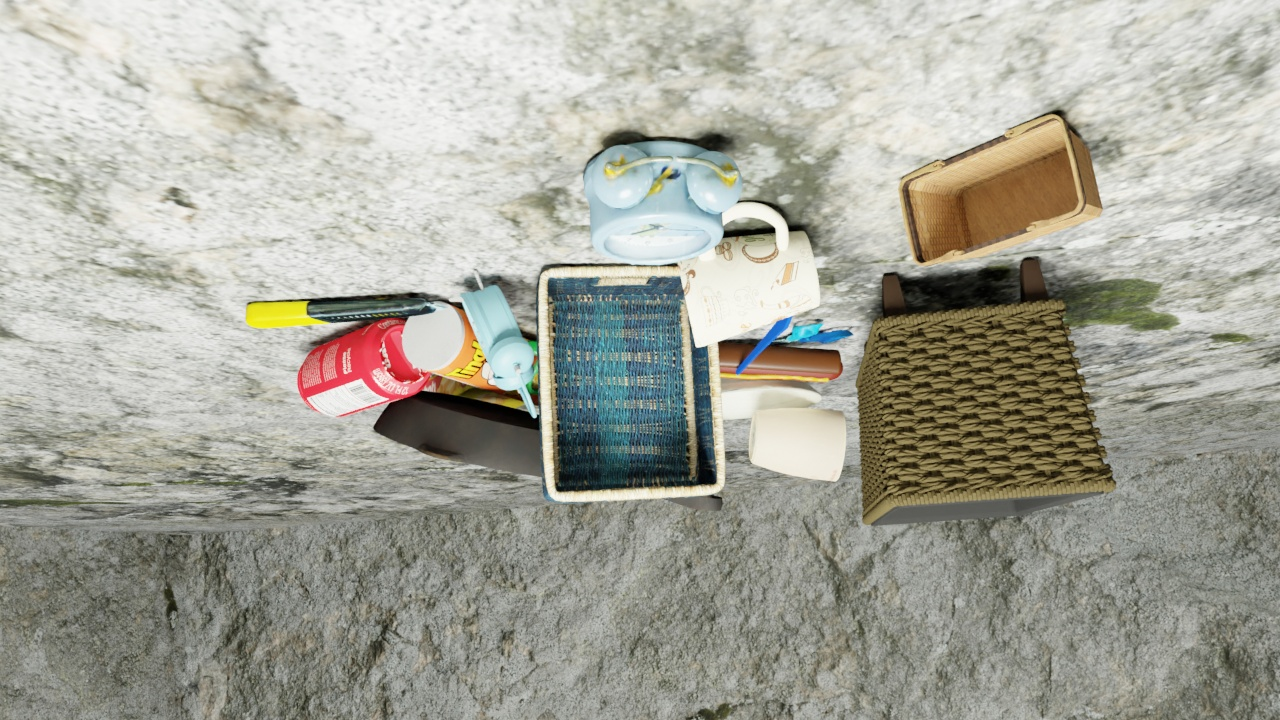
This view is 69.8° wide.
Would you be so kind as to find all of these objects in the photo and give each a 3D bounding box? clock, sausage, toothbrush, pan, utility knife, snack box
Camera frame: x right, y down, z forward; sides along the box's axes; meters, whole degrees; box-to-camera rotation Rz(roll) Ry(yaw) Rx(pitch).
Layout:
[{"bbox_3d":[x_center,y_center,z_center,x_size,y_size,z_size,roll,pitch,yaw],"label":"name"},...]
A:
[{"bbox_3d":[0.011,-0.098,0.556,0.088,0.051,0.125,0,166,-9],"label":"clock"},{"bbox_3d":[0.143,0.003,1.001,0.155,0.040,0.040,4,167,2],"label":"sausage"},{"bbox_3d":[-0.114,-0.008,0.750,0.042,0.123,0.087,-24,170,-11],"label":"clock"},{"bbox_3d":[0.131,-0.026,0.904,0.011,0.016,0.187,-7,157,-19],"label":"toothbrush"},{"bbox_3d":[-0.089,0.086,0.914,0.356,0.043,0.248,13,180,12],"label":"pan"},{"bbox_3d":[-0.252,-0.043,0.787,0.171,0.020,0.029,-2,168,0],"label":"utility knife"},{"bbox_3d":[-0.194,0.037,1.081,0.092,0.042,0.201,7,162,-33],"label":"snack box"}]

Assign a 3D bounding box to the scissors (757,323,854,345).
[{"bbox_3d":[0.173,-0.020,1.005,0.086,0.015,0.135,5,166,-29],"label":"scissors"}]

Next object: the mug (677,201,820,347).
[{"bbox_3d":[0.078,-0.072,0.680,0.097,0.081,0.122,-12,139,4],"label":"mug"}]

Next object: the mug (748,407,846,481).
[{"bbox_3d":[0.185,0.093,1.110,0.104,0.085,0.111,6,-164,-1],"label":"mug"}]

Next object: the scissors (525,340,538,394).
[{"bbox_3d":[-0.083,-0.017,0.879,0.119,0.012,0.129,-34,150,-26],"label":"scissors"}]

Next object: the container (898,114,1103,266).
[{"bbox_3d":[0.233,-0.103,0.584,0.061,0.063,0.114,-2,169,-41],"label":"container"}]

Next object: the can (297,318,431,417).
[{"bbox_3d":[-0.265,0.009,0.879,0.143,0.074,0.074,-15,162,40],"label":"can"}]

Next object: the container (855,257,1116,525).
[{"bbox_3d":[0.305,0.046,0.897,0.176,0.204,0.321,-6,166,9],"label":"container"}]

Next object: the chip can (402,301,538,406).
[{"bbox_3d":[-0.143,-0.001,0.894,0.062,0.062,0.210,-9,166,20],"label":"chip can"}]

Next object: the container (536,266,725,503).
[{"bbox_3d":[-0.012,0.021,0.758,0.145,0.187,0.071,-1,170,-10],"label":"container"}]

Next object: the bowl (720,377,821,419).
[{"bbox_3d":[0.123,0.026,1.089,0.176,0.057,0.177,-4,166,-1],"label":"bowl"}]
